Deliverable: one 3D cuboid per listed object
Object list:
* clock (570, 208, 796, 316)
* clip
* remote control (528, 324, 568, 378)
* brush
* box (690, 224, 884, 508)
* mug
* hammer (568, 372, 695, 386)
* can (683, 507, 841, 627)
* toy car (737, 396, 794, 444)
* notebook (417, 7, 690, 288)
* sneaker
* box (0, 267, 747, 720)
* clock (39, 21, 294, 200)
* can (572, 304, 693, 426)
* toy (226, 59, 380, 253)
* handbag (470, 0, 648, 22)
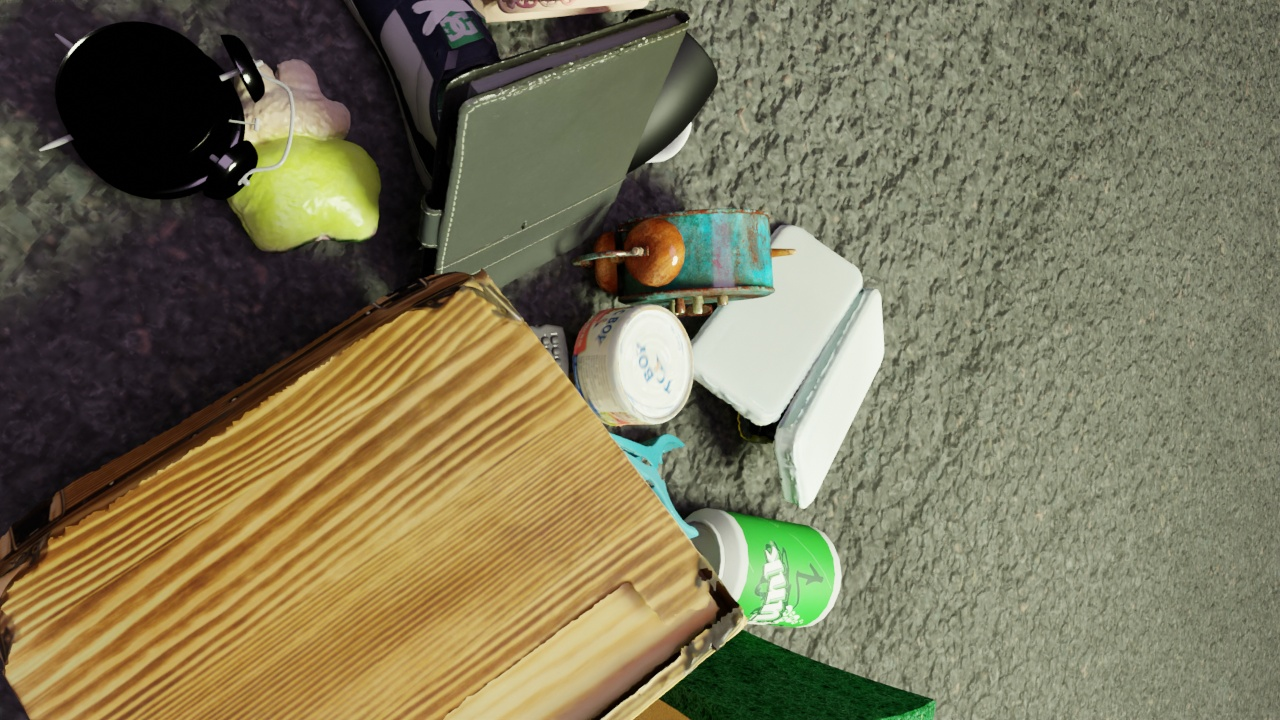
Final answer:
[{"bbox_3d":[0.026,-0.069,0.681,0.157,0.121,0.073,-3,91,-29],"label":"clock"},{"bbox_3d":[0.009,0.081,0.707,0.121,0.033,0.119,56,30,-15],"label":"clip"},{"bbox_3d":[-0.063,0.038,0.623,0.046,0.009,0.124,-7,91,-42],"label":"remote control"},{"bbox_3d":[0.051,0.243,0.636,0.194,0.251,0.075,12,86,-39],"label":"brush"},{"bbox_3d":[0.141,-0.004,0.773,0.186,0.084,0.210,56,50,-21],"label":"box"},{"bbox_3d":[0.000,-0.183,0.686,0.100,0.085,0.119,-53,151,-6],"label":"mug"},{"bbox_3d":[-0.027,0.018,0.695,0.327,0.052,0.098,-11,99,-38],"label":"hammer"},{"bbox_3d":[0.095,0.174,0.763,0.139,0.088,0.087,16,84,-35],"label":"can"},{"bbox_3d":[0.123,0.052,0.811,0.106,0.030,0.049,14,86,-39],"label":"toy car"},{"bbox_3d":[-0.064,-0.115,0.574,0.169,0.210,0.029,-31,72,-30],"label":"notebook"},{"bbox_3d":[-0.131,-0.217,0.580,0.084,0.079,0.235,-28,108,-30],"label":"sneaker"},{"bbox_3d":[-0.141,0.112,0.470,0.278,0.221,0.258,-34,102,-15],"label":"box"},{"bbox_3d":[-0.251,-0.135,0.496,0.120,0.043,0.091,6,83,-13],"label":"clock"},{"bbox_3d":[-0.004,0.004,0.654,0.086,0.043,0.086,4,84,-47],"label":"can"},{"bbox_3d":[-0.207,-0.123,0.553,0.092,0.046,0.115,-17,95,-32],"label":"toy"},{"bbox_3d":[-0.011,-0.296,0.594,0.198,0.187,0.117,-18,109,-30],"label":"handbag"}]
